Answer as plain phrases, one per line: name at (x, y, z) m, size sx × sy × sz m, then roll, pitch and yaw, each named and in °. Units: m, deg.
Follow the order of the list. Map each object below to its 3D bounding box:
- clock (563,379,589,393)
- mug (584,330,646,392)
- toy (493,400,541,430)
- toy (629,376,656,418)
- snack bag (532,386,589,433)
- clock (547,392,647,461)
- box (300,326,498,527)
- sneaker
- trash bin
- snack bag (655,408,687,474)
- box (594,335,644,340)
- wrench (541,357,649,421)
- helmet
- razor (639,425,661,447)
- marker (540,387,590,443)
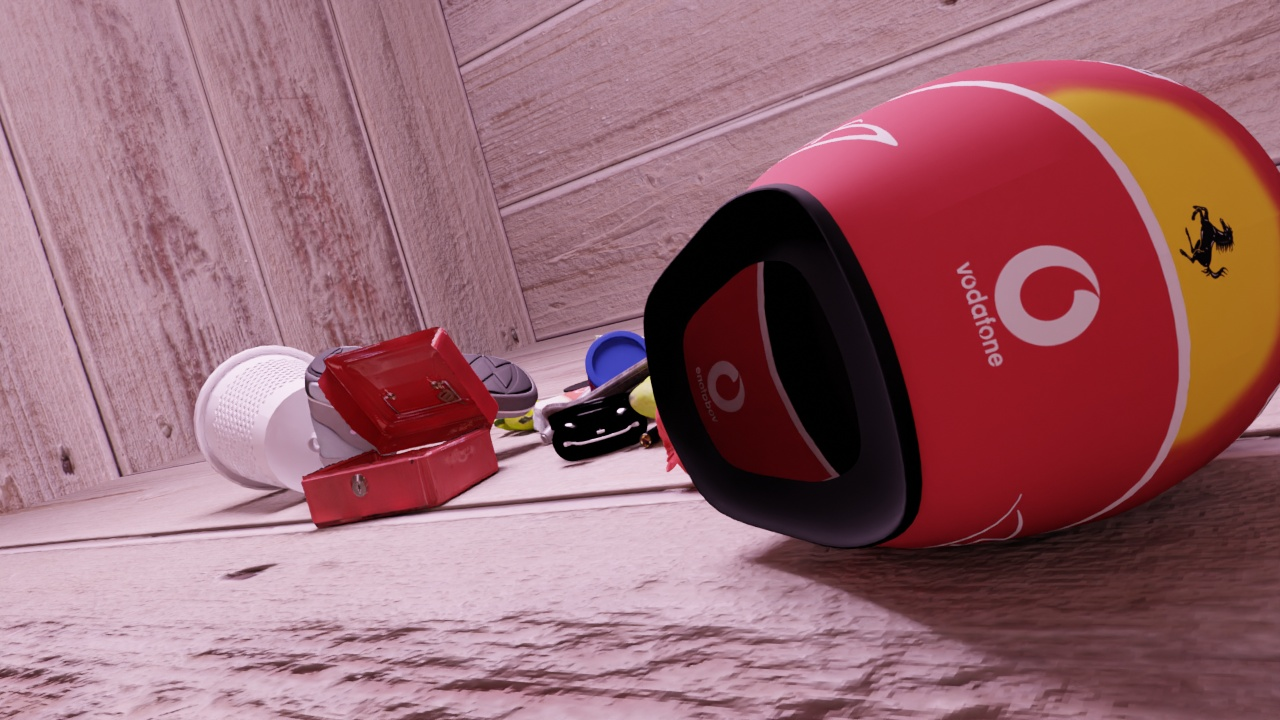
clock at (-0.048, 0.040, 1.219) m, size 0.095 × 0.035 × 0.122 m, roll -13°, pitch 5°, yaw 25°
mug at (-0.006, 0.006, 1.010) m, size 0.111 × 0.075 × 0.076 m, roll -38°, pitch -21°, yaw -14°
toy at (-0.141, 0.071, 1.169) m, size 0.094 × 0.036 × 0.093 m, roll -15°, pitch -3°, yaw -7°
toy at (0.052, 0.037, 0.845) m, size 0.118 × 0.043 × 0.092 m, roll 8°, pitch 12°, yaw 14°
snack bag at (-0.018, 0.041, 1.108) m, size 0.225 × 0.041 × 0.077 m, roll -15°, pitch 7°, yaw -13°
clock at (-0.041, 0.065, 0.881) m, size 0.091 × 0.042 × 0.121 m, roll -16°, pitch 5°, yaw -6°
box at (-0.237, 0.088, 0.899) m, size 0.157 × 0.152 × 0.164 m, roll -15°, pitch 42°, yaw 23°
sneaker at (-0.249, 0.073, 1.047) m, size 0.256 × 0.161 × 0.093 m, roll 6°, pitch 31°, yaw -5°
trash bin at (-0.437, 0.085, 1.161) m, size 0.195 × 0.195 × 0.200 m, roll -19°, pitch 16°, yaw -35°
snack bag at (0.086, 0.032, 0.679) m, size 0.176 × 0.082 × 0.082 m, roll -19°, pitch 6°, yaw -41°
box at (0.007, -0.008, 1.301) m, size 0.117 × 0.050 × 0.206 m, roll 5°, pitch -1°, yaw -18°
wrench at (-0.010, 0.020, 0.915) m, size 0.070 × 0.010 × 0.274 m, roll 22°, pitch -34°, yaw -28°
helmet at (0.150, -0.022, 0.419) m, size 0.224 × 0.197 × 0.271 m, roll -17°, pitch -3°, yaw -19°
razor at (0.032, 0.057, 0.891) m, size 0.043 × 0.022 × 0.144 m, roll 26°, pitch 25°, yaw 17°
marker at (-0.063, 0.045, 1.045) m, size 0.140 × 0.016 × 0.016 m, roll -44°, pitch 21°, yaw -31°
